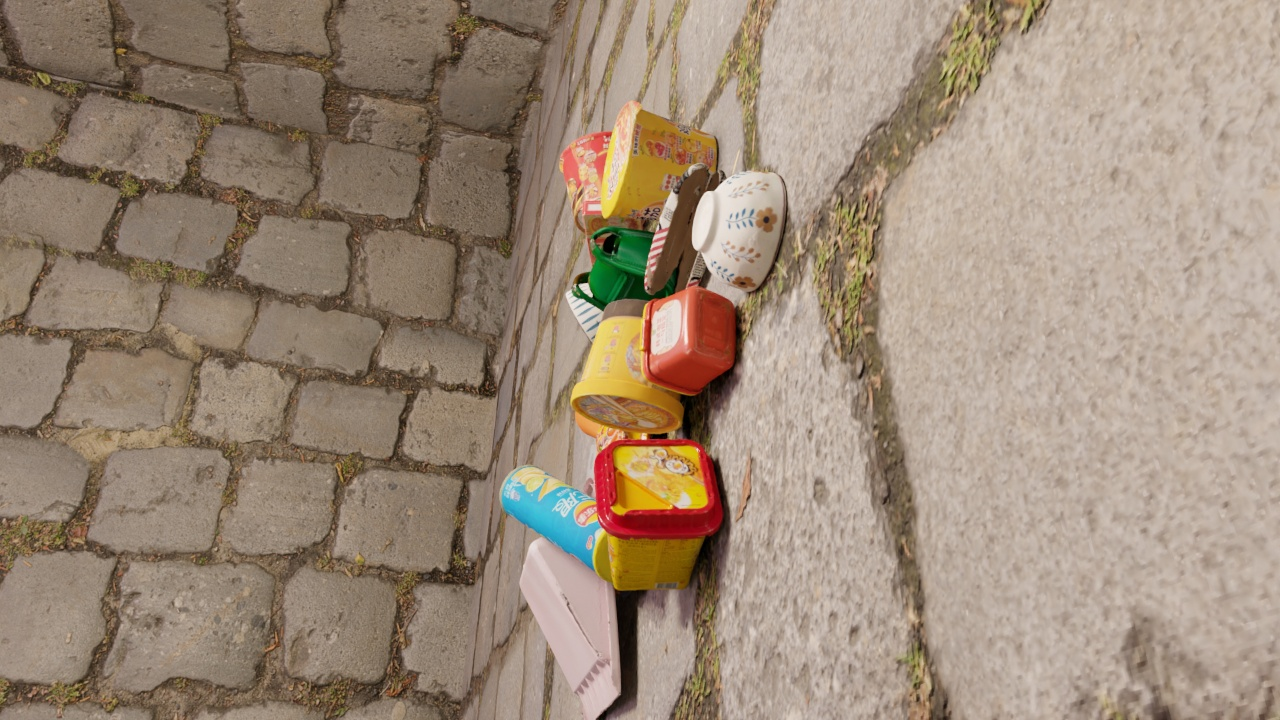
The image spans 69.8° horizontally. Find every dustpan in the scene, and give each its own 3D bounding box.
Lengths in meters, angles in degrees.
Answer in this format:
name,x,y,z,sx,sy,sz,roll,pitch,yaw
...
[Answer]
name,x,y,z,sx,sy,sz,roll,pitch,yaw
dustpan,-0.053,0.293,1.155,0.273,0.138,0.223,58,154,17

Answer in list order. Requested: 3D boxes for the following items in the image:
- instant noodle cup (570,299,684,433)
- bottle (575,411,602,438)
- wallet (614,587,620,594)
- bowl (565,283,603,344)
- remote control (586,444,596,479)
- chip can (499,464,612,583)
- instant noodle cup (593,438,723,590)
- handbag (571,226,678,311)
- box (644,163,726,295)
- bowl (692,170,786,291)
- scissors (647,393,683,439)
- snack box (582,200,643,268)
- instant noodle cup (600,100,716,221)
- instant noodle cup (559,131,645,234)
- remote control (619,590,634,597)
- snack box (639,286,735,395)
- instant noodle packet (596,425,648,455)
name,x,y,z,sx,sy,sz,roll,pitch,yaw
instant noodle cup,-0.005,0.006,0.972,0.119,0.118,0.114,131,152,-65
bottle,-0.042,0.085,1.243,0.149,0.066,0.067,-149,69,-67
wallet,-0.018,0.203,1.123,0.108,0.031,0.132,-128,50,-70
bowl,-0.050,-0.064,1.315,0.066,0.116,0.116,-32,25,5
remote control,-0.050,0.149,1.306,0.150,0.021,0.058,164,115,-75
chip can,-0.081,0.181,1.044,0.210,0.071,0.071,18,99,51
instant noodle cup,0.012,0.153,0.884,0.116,0.116,0.124,-98,10,-51
handbag,-0.018,-0.105,1.145,0.132,0.120,0.067,122,160,-62
box,0.063,-0.134,1.011,0.075,0.082,0.164,-41,-26,-53
bowl,0.086,-0.124,0.859,0.113,0.062,0.113,-173,91,-76
scissors,0.032,0.034,1.049,0.222,0.021,0.233,114,161,-47
snack box,-0.033,-0.158,1.237,0.153,0.075,0.025,84,-173,-59
instant noodle cup,0.022,-0.224,1.083,0.138,0.109,0.138,-171,91,-77
instant noodle cup,-0.047,-0.256,1.366,0.138,0.137,0.108,122,145,-58
remote control,0.003,0.208,1.039,0.053,0.024,0.137,-115,39,-61
snack box,0.047,-0.022,0.898,0.080,0.082,0.091,-30,50,50
instant noodle packet,-0.024,0.115,1.078,0.111,0.044,0.128,131,148,-52
